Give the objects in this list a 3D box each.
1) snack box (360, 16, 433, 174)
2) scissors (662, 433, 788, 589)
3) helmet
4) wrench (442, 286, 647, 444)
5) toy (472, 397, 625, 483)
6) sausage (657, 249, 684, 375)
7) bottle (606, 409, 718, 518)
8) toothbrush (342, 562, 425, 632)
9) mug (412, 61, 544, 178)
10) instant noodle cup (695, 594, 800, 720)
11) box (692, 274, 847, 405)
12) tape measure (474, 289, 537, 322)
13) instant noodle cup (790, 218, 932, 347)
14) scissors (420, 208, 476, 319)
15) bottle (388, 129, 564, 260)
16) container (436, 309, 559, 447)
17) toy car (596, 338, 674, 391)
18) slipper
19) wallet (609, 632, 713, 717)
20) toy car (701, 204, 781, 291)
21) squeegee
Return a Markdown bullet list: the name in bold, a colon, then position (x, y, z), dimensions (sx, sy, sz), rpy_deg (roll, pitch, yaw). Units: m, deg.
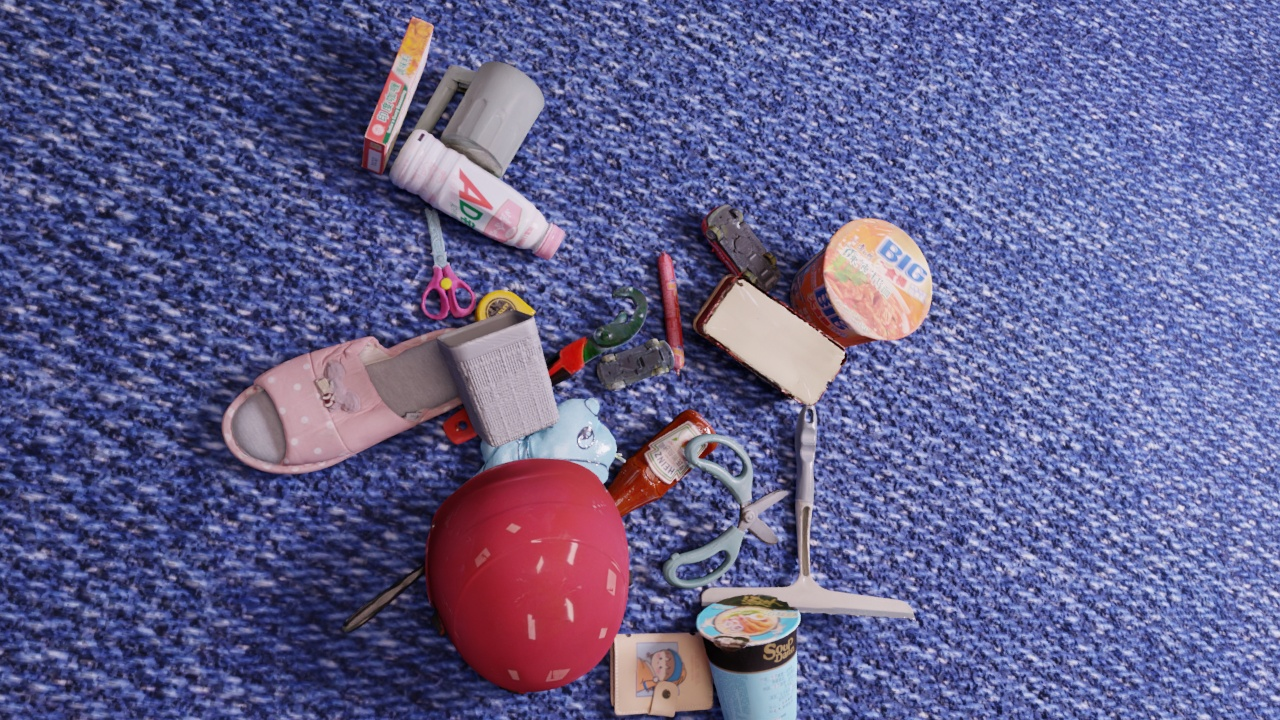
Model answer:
- **snack box**: position (-0.266, -0.289, 1.006), dimensions (0.027, 0.077, 0.155), rpy_deg (20, 72, -14)
- **scissors**: position (0.078, 0.170, 1.012), dimensions (0.170, 0.019, 0.173), rpy_deg (-41, 112, -8)
- **helmet**: position (-0.102, 0.220, 0.892), dimensions (0.206, 0.144, 0.240), rpy_deg (-10, 93, -12)
- **wrench**: position (-0.099, 0.007, 1.017), dimensions (0.273, 0.016, 0.056), rpy_deg (-37, 82, -17)
- **toy**: position (-0.097, 0.108, 0.990), dimensions (0.156, 0.050, 0.161), rpy_deg (17, 75, -11)
- **sausage**: position (0.037, -0.058, 1.092), dimensions (0.020, 0.020, 0.155), rpy_deg (-3, 79, -20)
- **bottle**: position (-0.003, 0.136, 1.012), dimensions (0.205, 0.060, 0.060), rpy_deg (-40, 93, -17)
- **toothbrush**: position (-0.226, 0.217, 0.937), dimensions (0.180, 0.018, 0.015), rpy_deg (-36, 95, -22)
- **mug**: position (-0.185, -0.275, 1.038), dimensions (0.124, 0.084, 0.103), rpy_deg (19, 71, 14)
- **instant noodle cup**: position (0.120, 0.330, 0.981), dimensions (0.111, 0.111, 0.120), rpy_deg (-12, 102, -22)
- **box**: position (0.152, -0.022, 1.079), dimensions (0.168, 0.079, 0.091), rpy_deg (34, 93, -9)
- **tape measure**: position (-0.155, -0.048, 1.016), dimensions (0.057, 0.029, 0.059), rpy_deg (41, 68, -8)
- **instant noodle cup**: position (0.262, -0.084, 1.128), dimensions (0.151, 0.112, 0.151), rpy_deg (4, 76, -19)
- **scissors**: position (-0.225, -0.108, 1.014), dimensions (0.063, 0.017, 0.135), rpy_deg (-15, 79, -10)
- **bottle**: position (-0.177, -0.178, 1.019), dimensions (0.197, 0.068, 0.068), rpy_deg (30, 69, -14)
- **container**: position (-0.142, 0.019, 0.938), dimensions (0.090, 0.090, 0.114), rpy_deg (-21, 106, -18)
- **toy car**: position (-0.006, 0.006, 1.054), dimensions (0.090, 0.034, 0.043), rpy_deg (-20, 83, -8)
- **slipper**: position (-0.282, 0.035, 0.937), dimensions (0.273, 0.055, 0.114), rpy_deg (-19, 84, -24)
- **wallet**: position (0.023, 0.340, 0.994), dimensions (0.115, 0.024, 0.087), rpy_deg (5, 71, -20)
- **toy car**: position (0.120, -0.133, 1.124), dimensions (0.052, 0.045, 0.120), rpy_deg (-39, 98, -24)
- **squeegee**: position (0.194, 0.173, 1.085), dimensions (0.246, 0.039, 0.246), rpy_deg (4, 74, -4)
